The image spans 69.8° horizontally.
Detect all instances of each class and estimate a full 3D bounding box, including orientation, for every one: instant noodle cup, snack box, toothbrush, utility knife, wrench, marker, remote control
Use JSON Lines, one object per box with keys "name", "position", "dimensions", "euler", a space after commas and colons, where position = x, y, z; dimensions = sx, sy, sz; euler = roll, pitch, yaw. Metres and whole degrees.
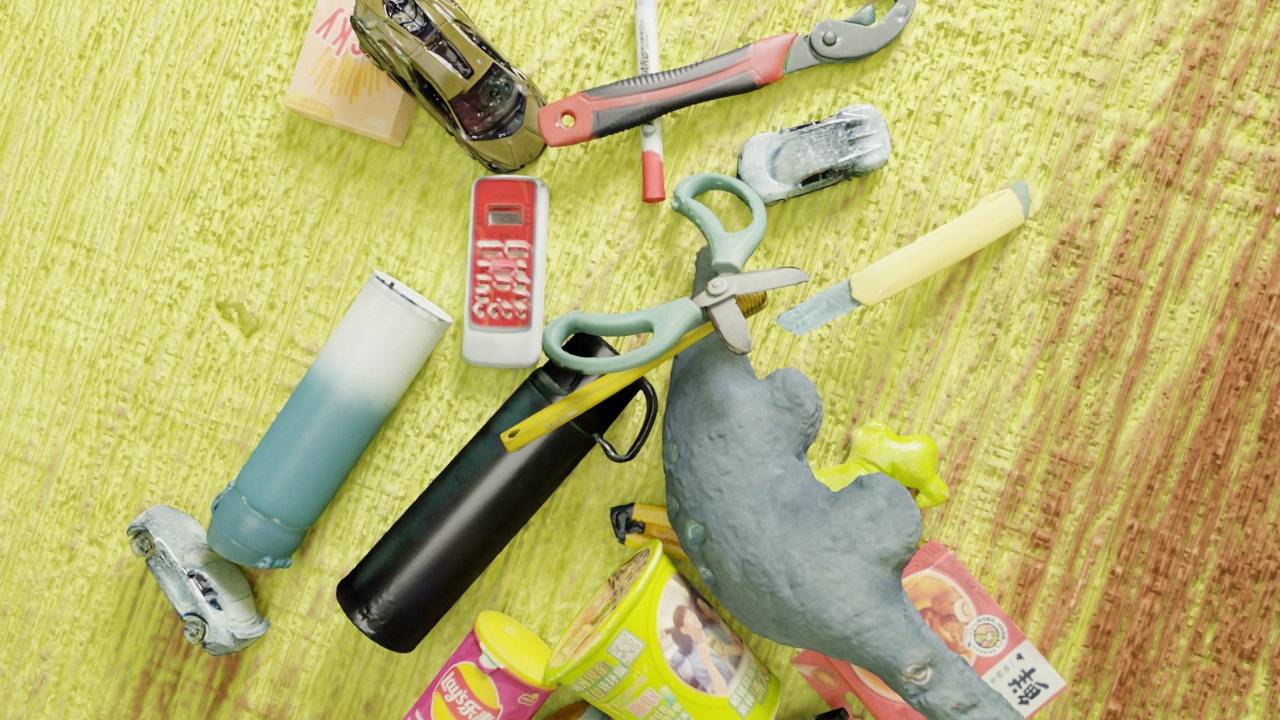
{"name": "instant noodle cup", "position": [0.020, 0.196, 0.582], "dimensions": [0.123, 0.111, 0.112], "euler": [42, 92, -1]}
{"name": "snack box", "position": [-0.189, -0.241, 0.658], "dimensions": [0.084, 0.026, 0.157], "euler": [18, 89, 6]}
{"name": "toothbrush", "position": [-0.003, 0.003, 0.572], "dimensions": [0.190, 0.016, 0.015], "euler": [-30, 62, -2]}
{"name": "utility knife", "position": [0.175, -0.064, 0.591], "dimensions": [0.204, 0.021, 0.031], "euler": [-27, 88, -18]}
{"name": "wrench", "position": [0.061, -0.200, 0.623], "dimensions": [0.273, 0.016, 0.056], "euler": [-21, 88, -1]}
{"name": "marker", "position": [0.079, 0.252, 0.602], "dimensions": [0.124, 0.018, 0.015], "euler": [-26, 84, 16]}
{"name": "marker", "position": [0.006, -0.183, 0.640], "dimensions": [0.017, 0.017, 0.145], "euler": [-3, 88, 6]}
{"name": "remote control", "position": [-0.095, -0.062, 0.644], "dimensions": [0.056, 0.020, 0.136], "euler": [3, 88, 5]}
{"name": "snack box", "position": [0.182, 0.200, 0.587], "dimensions": [0.127, 0.044, 0.113], "euler": [-42, 89, 2]}
{"name": "utility knife", "position": [0.082, 0.131, 0.619], "dimensions": [0.216, 0.015, 0.033], "euler": [13, 91, 5]}

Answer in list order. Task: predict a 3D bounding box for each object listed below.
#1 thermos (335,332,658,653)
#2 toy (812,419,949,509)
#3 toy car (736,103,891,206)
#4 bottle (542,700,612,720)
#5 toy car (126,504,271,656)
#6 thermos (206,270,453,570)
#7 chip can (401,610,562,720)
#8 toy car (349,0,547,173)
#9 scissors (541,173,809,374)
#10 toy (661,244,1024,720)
{"name": "thermos", "position": [-0.090, 0.090, 0.609], "dimensions": [0.242, 0.068, 0.090], "euler": [-47, 66, 3]}
{"name": "toy", "position": [0.150, 0.089, 0.605], "dimensions": [0.097, 0.031, 0.100], "euler": [17, 84, 16]}
{"name": "toy car", "position": [0.116, -0.139, 0.619], "dimensions": [0.105, 0.031, 0.049], "euler": [-17, 85, 6]}
{"name": "bottle", "position": [-0.011, 0.319, 0.595], "dimensions": [0.068, 0.068, 0.189], "euler": [-30, 85, 4]}
{"name": "toy car", "position": [-0.307, 0.151, 0.641], "dimensions": [0.037, 0.054, 0.120], "euler": [-40, 83, 6]}
{"name": "thermos", "position": [-0.217, 0.043, 0.630], "dimensions": [0.070, 0.070, 0.220], "euler": [35, 92, 6]}
{"name": "chip can", "position": [-0.141, 0.272, 0.609], "dimensions": [0.071, 0.071, 0.210], "euler": [37, 92, 6]}
{"name": "toy car", "position": [-0.126, -0.198, 0.628], "dimensions": [0.158, 0.042, 0.070], "euler": [43, 85, -13]}
{"name": "scissors", "position": [0.014, -0.053, 0.585], "dimensions": [0.170, 0.019, 0.171], "euler": [-19, 47, 6]}
{"name": "toy", "position": [0.089, 0.092, 0.566], "dimensions": [0.138, 0.091, 0.356], "euler": [-37, 66, 12]}
